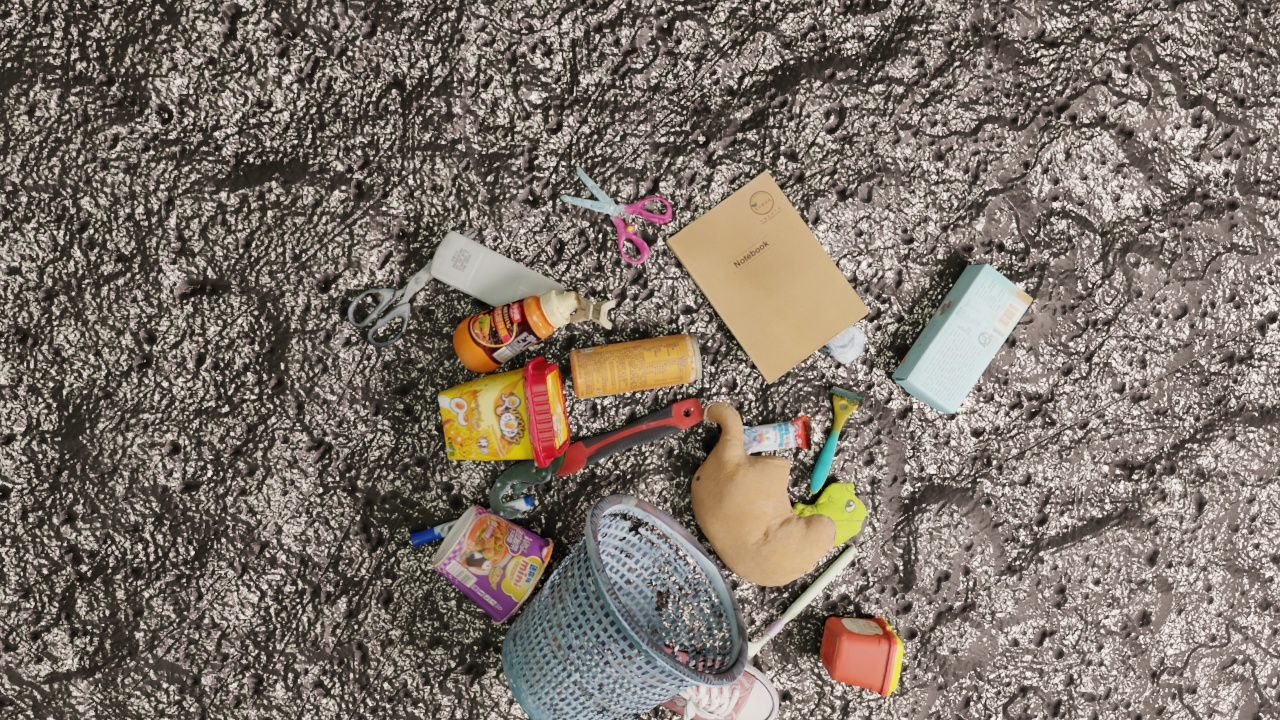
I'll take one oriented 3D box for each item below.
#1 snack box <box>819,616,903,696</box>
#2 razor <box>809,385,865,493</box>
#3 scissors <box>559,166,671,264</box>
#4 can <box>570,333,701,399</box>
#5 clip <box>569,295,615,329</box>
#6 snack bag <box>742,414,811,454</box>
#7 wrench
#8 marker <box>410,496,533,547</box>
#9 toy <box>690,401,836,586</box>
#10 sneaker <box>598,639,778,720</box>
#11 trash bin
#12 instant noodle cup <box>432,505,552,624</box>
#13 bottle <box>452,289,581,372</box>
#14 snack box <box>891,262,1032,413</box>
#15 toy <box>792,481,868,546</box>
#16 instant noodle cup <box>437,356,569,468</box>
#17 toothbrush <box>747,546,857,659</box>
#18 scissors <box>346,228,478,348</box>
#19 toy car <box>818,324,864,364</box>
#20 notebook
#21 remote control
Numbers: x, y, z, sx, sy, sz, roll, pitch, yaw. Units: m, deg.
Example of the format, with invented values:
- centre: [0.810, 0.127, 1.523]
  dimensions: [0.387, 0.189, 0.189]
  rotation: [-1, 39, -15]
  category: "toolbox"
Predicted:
- centre: [0.263, 0.349, 1.103]
  dimensions: [0.080, 0.091, 0.082]
  rotation: [10, 93, -1]
  category: "snack box"
- centre: [0.230, 0.098, 1.108]
  dimensions: [0.043, 0.028, 0.132]
  rotation: [19, 89, 15]
  category: "razor"
- centre: [-0.024, -0.180, 1.064]
  dimensions: [0.108, 0.017, 0.135]
  rotation: [-40, 94, -1]
  category: "scissors"
- centre: [-0.006, 0.006, 1.058]
  dimensions: [0.146, 0.058, 0.058]
  rotation: [-8, 95, -6]
  category: "can"
- centre: [-0.065, -0.056, 1.034]
  dimensions: [0.095, 0.102, 0.035]
  rotation: [12, 95, 18]
  category: "clip"
- centre: [0.155, 0.092, 1.100]
  dimensions: [0.105, 0.026, 0.045]
  rotation: [-7, 103, -3]
  category: "snack bag"
- centre: [-0.052, 0.108, 1.076]
  dimensions: [0.273, 0.016, 0.056]
  rotation: [-25, 75, -6]
  category: "wrench"
- centre: [-0.196, 0.187, 1.071]
  dimensions: [0.145, 0.017, 0.017]
  rotation: [-18, 96, -5]
  category: "marker"
- centre: [0.121, 0.160, 1.069]
  dimensions: [0.144, 0.082, 0.226]
  rotation: [-36, 90, 16]
  category: "toy"
- centre: [0.056, 0.385, 1.080]
  dimensions: [0.241, 0.088, 0.118]
  rotation: [24, 91, -7]
  category: "sneaker"
- centre: [-0.033, 0.288, 0.972]
  dimensions: [0.226, 0.226, 0.195]
  rotation: [44, 111, -8]
  category: "trash bin"
- centre: [-0.169, 0.221, 1.026]
  dimensions: [0.099, 0.111, 0.111]
  rotation: [37, 89, -11]
  category: "instant noodle cup"
- centre: [-0.133, -0.039, 1.017]
  dimensions: [0.150, 0.066, 0.067]
  rotation: [-24, 97, 16]
  category: "bottle"
- centre: [0.386, -0.027, 1.105]
  dimensions: [0.074, 0.051, 0.175]
  rotation: [35, 89, -7]
  category: "snack box"
- centre: [0.226, 0.195, 1.114]
  dimensions: [0.100, 0.031, 0.097]
  rotation: [0, 98, -3]
  category: "toy"
- centre: [-0.151, 0.061, 1.024]
  dimensions: [0.124, 0.116, 0.116]
  rotation: [-7, 96, 5]
  category: "instant noodle cup"
- centre: [0.195, 0.295, 1.125]
  dimensions: [0.189, 0.020, 0.029]
  rotation: [-43, 128, -3]
  category: "toothbrush"
- centre: [-0.261, -0.095, 1.042]
  dimensions: [0.133, 0.014, 0.175]
  rotation: [14, 92, -9]
  category: "scissors"
- centre: [0.222, -0.034, 1.096]
  dimensions: [0.105, 0.031, 0.049]
  rotation: [29, 91, -9]
  category: "toy car"
- centre: [0.149, -0.098, 1.076]
  dimensions: [0.148, 0.008, 0.207]
  rotation: [-35, 88, -3]
  category: "notebook"
- centre: [-0.164, -0.091, 1.047]
  dimensions: [0.150, 0.021, 0.058]
  rotation: [27, 92, -12]
  category: "remote control"
